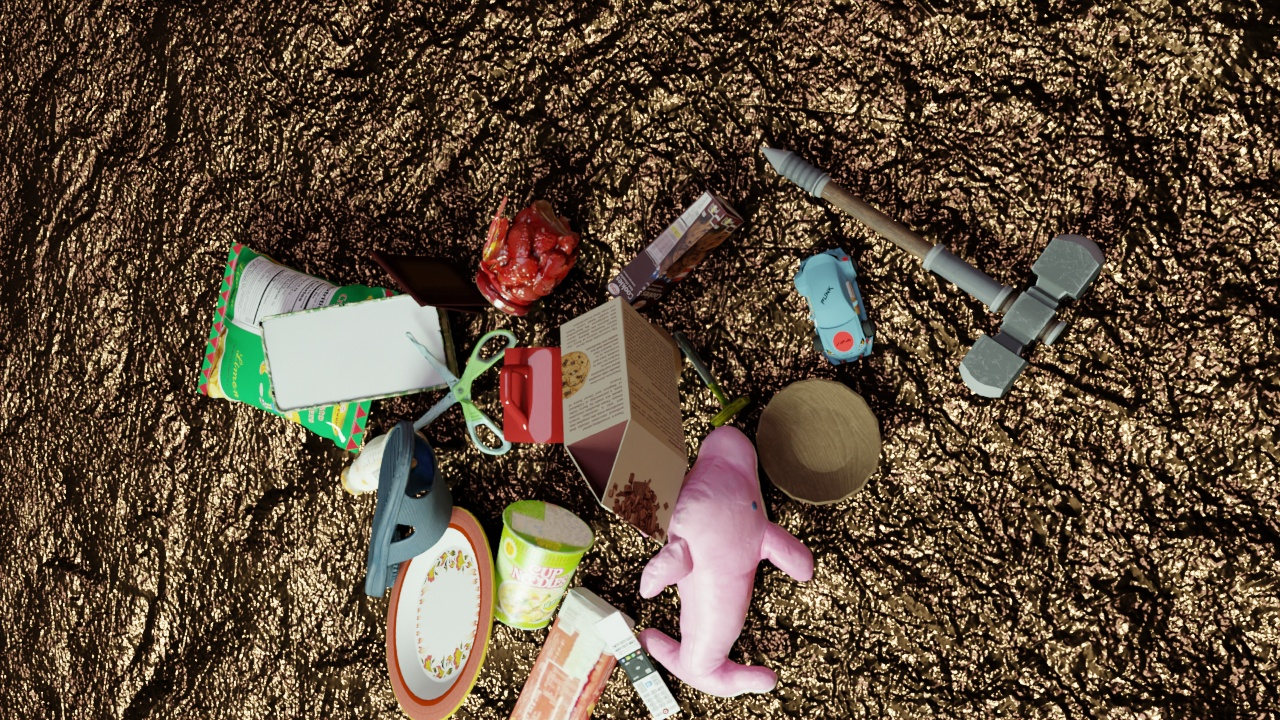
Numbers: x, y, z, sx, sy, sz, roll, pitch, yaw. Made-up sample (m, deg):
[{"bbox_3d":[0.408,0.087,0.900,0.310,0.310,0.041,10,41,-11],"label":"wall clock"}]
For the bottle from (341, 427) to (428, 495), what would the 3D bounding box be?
[{"bbox_3d":[-0.297,0.119,1.064,0.109,0.063,0.063,-28,77,22],"label":"bottle"}]

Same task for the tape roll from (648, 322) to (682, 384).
[{"bbox_3d":[-0.006,0.006,0.946,0.094,0.027,0.094,-1,89,26],"label":"tape roll"}]

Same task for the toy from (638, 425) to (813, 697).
[{"bbox_3d":[0.055,0.194,0.861,0.187,0.127,0.266,11,102,34],"label":"toy"}]

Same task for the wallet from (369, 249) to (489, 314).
[{"bbox_3d":[-0.229,-0.087,1.007,0.091,0.115,0.018,44,108,20],"label":"wallet"}]

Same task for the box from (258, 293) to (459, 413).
[{"bbox_3d":[-0.315,-0.011,1.034,0.205,0.050,0.117,-11,93,0],"label":"box"}]

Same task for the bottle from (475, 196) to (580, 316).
[{"bbox_3d":[-0.121,-0.111,0.964,0.111,0.098,0.099,-45,71,24],"label":"bottle"}]

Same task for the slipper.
[{"bbox_3d":[-0.251,0.175,1.008,0.101,0.082,0.264,-100,25,-45],"label":"slipper"}]

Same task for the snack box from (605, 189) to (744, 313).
[{"bbox_3d":[0.034,-0.106,0.917,0.141,0.051,0.031,-42,72,19],"label":"snack box"}]

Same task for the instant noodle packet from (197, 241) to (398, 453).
[{"bbox_3d":[-0.420,-0.019,1.110,0.253,0.090,0.195,17,95,19],"label":"instant noodle packet"}]

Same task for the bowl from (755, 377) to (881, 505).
[{"bbox_3d":[0.169,0.075,0.860,0.118,0.030,0.118,-1,89,26],"label":"bowl"}]

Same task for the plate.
[{"bbox_3d":[-0.215,0.275,1.003,0.230,0.021,0.229,-23,59,45],"label":"plate"}]

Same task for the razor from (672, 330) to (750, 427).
[{"bbox_3d":[0.064,0.012,0.918,0.043,0.026,0.106,-42,68,21],"label":"razor"}]

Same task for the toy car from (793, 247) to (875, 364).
[{"bbox_3d":[0.180,-0.051,0.858,0.060,0.027,0.107,-19,81,24],"label":"toy car"}]

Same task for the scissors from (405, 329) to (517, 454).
[{"bbox_3d":[-0.198,0.033,1.009,0.171,0.021,0.172,-43,104,-6],"label":"scissors"}]

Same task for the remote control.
[{"bbox_3d":[-0.003,0.307,0.924,0.028,0.011,0.124,-30,98,6],"label":"remote control"}]

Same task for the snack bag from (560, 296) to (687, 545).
[{"bbox_3d":[-0.014,0.057,0.830,0.070,0.094,0.206,-25,48,23],"label":"snack bag"}]

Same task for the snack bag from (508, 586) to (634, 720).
[{"bbox_3d":[-0.084,0.354,0.973,0.077,0.041,0.225,29,103,24],"label":"snack bag"}]

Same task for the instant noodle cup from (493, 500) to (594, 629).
[{"bbox_3d":[-0.112,0.218,0.962,0.099,0.098,0.108,27,108,23],"label":"instant noodle cup"}]

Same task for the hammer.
[{"bbox_3d":[0.234,-0.115,0.831,0.322,0.043,0.156,39,105,24],"label":"hammer"}]

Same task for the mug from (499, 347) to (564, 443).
[{"bbox_3d":[-0.106,0.036,0.945,0.081,0.116,0.096,0,88,30],"label":"mug"}]
